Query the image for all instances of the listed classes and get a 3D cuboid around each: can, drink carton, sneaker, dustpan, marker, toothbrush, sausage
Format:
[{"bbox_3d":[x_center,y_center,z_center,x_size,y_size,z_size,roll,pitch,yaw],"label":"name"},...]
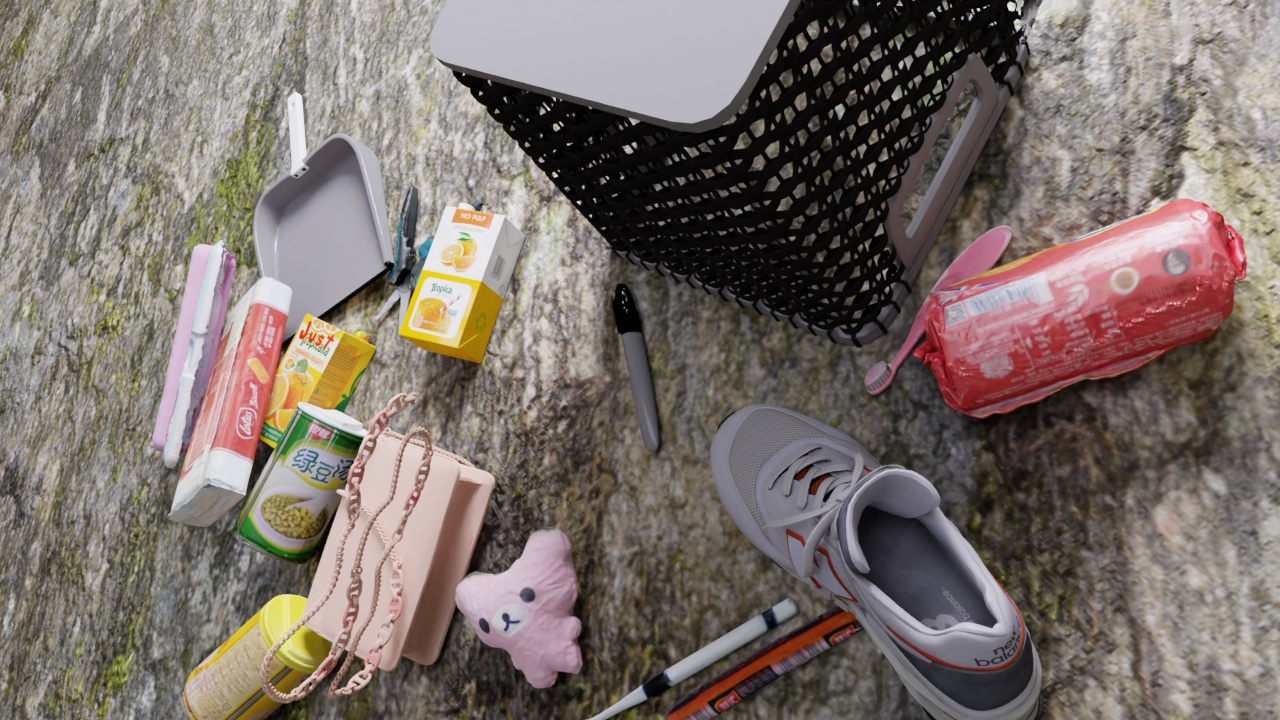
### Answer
[{"bbox_3d":[-0.295,0.239,0.714,0.105,0.067,0.067,-41,56,10],"label":"can"},{"bbox_3d":[-0.277,0.099,0.758,0.067,0.067,0.121,23,84,34],"label":"can"},{"bbox_3d":[-0.290,0.021,0.813,0.058,0.041,0.122,22,82,34],"label":"drink carton"},{"bbox_3d":[0.119,0.087,0.489,0.088,0.124,0.240,-38,58,-10],"label":"sneaker"},{"bbox_3d":[-0.321,-0.160,0.898,0.163,0.033,0.257,-29,59,25],"label":"dustpan"},{"bbox_3d":[-0.145,-0.066,0.758,0.059,0.040,0.122,13,77,22],"label":"drink carton"},{"bbox_3d":[-0.004,0.004,0.672,0.022,0.016,0.138,-42,50,47],"label":"marker"},{"bbox_3d":[0.186,-0.033,0.574,0.135,0.016,0.021,-51,49,3],"label":"toothbrush"},{"bbox_3d":[0.020,0.200,0.578,0.187,0.017,0.012,-35,88,14],"label":"toothbrush"},{"bbox_3d":[0.074,0.185,0.551,0.155,0.020,0.020,-36,57,13],"label":"sausage"}]

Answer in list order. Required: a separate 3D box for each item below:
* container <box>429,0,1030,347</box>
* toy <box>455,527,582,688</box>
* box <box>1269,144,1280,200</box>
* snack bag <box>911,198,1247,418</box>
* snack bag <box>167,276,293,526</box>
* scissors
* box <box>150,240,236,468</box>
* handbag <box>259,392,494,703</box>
[{"bbox_3d":[0.061,-0.192,0.570,0.246,0.243,0.247,25,85,35],"label":"container"},{"bbox_3d":[-0.074,0.173,0.623,0.099,0.052,0.096,-34,70,18],"label":"toy"},{"bbox_3d":[0.439,-0.167,0.474,0.165,0.446,0.167,-3,69,18],"label":"box"},{"bbox_3d":[0.238,-0.025,0.505,0.177,0.082,0.082,-22,61,22],"label":"snack bag"},{"bbox_3d":[-0.351,0.031,0.797,0.078,0.041,0.224,-34,44,32],"label":"snack bag"},{"bbox_3d":[-0.202,-0.101,0.825,0.148,0.019,0.118,-47,56,8],"label":"scissors"},{"bbox_3d":[-0.409,-0.009,0.837,0.154,0.041,0.201,-174,96,-71],"label":"box"},{"bbox_3d":[-0.204,0.114,0.637,0.117,0.187,0.198,15,83,26],"label":"handbag"}]
